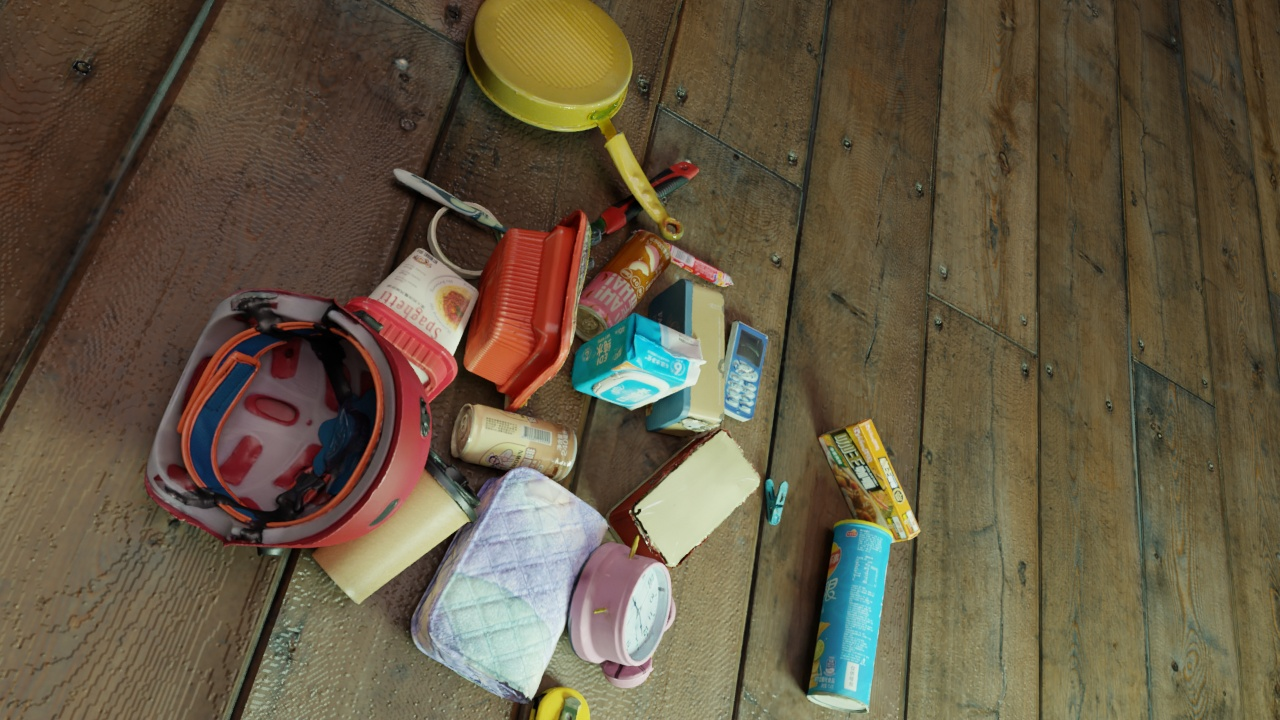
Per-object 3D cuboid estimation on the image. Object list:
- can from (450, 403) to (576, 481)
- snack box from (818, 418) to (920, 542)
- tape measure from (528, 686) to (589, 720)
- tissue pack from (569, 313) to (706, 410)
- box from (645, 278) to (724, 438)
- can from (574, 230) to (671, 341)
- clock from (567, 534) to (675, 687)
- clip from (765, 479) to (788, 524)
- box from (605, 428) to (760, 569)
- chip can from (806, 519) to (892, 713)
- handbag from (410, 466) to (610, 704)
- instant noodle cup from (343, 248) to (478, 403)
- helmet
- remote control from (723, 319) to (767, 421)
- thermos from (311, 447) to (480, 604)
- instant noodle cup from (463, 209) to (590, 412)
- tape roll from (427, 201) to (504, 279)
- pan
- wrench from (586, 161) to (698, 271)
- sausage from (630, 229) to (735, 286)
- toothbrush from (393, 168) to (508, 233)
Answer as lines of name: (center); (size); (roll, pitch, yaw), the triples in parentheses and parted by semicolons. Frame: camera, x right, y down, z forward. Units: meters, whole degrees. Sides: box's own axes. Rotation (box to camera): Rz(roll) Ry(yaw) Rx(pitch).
can: (-0.126, 0.083, 0.922); (0.116, 0.059, 0.058); (16, 65, -27)
snack box: (0.285, 0.154, 1.148); (0.026, 0.075, 0.153); (-20, 84, -36)
tape measure: (-0.076, 0.343, 0.880); (0.060, 0.029, 0.057); (26, 60, -23)
tissue pack: (-0.006, 0.006, 0.978); (0.090, 0.140, 0.063); (22, 61, -29)
box: (0.051, -0.006, 1.050); (0.059, 0.090, 0.184); (11, 65, -28)
can: (-0.023, -0.085, 1.048); (0.058, 0.058, 0.146); (45, 55, -11)
clock: (-0.012, 0.255, 0.912); (0.117, 0.060, 0.159); (-60, 146, -38)
clip: (0.161, 0.170, 1.098); (0.013, 0.033, 0.054); (9, 85, -29)
box: (0.054, 0.152, 1.002); (0.167, 0.076, 0.091); (-37, 94, -35)
chip can: (0.247, 0.297, 1.077); (0.071, 0.071, 0.209); (28, 61, -22)
handbag: (-0.121, 0.207, 0.872); (0.134, 0.076, 0.193); (37, 59, -17)
instant noodle cup: (-0.223, -0.031, 0.876); (0.116, 0.117, 0.124); (38, 45, -16)
helmet: (-0.262, 0.059, 0.757); (0.144, 0.240, 0.206); (37, 71, -65)
remote control: (0.124, 0.012, 1.127); (0.049, 0.024, 0.124); (27, 62, -22)
thermos: (-0.216, 0.144, 0.818); (0.143, 0.093, 0.093); (-43, 99, -17)
instant noodle cup: (-0.117, -0.050, 0.901); (0.079, 0.189, 0.164); (14, 63, -19)
tape roll: (-0.186, -0.129, 0.987); (0.085, 0.014, 0.085); (12, 67, -29)
pan: (-0.059, -0.292, 1.082); (0.197, 0.078, 0.357); (-36, 81, -31)
wrench: (-0.014, -0.180, 1.102); (0.056, 0.016, 0.272); (26, 48, 22)
sausage: (0.054, -0.125, 1.135); (0.155, 0.020, 0.020); (25, 61, -23)
toothbrush: (-0.175, -0.158, 0.983); (0.191, 0.018, 0.016); (27, 61, -22)
